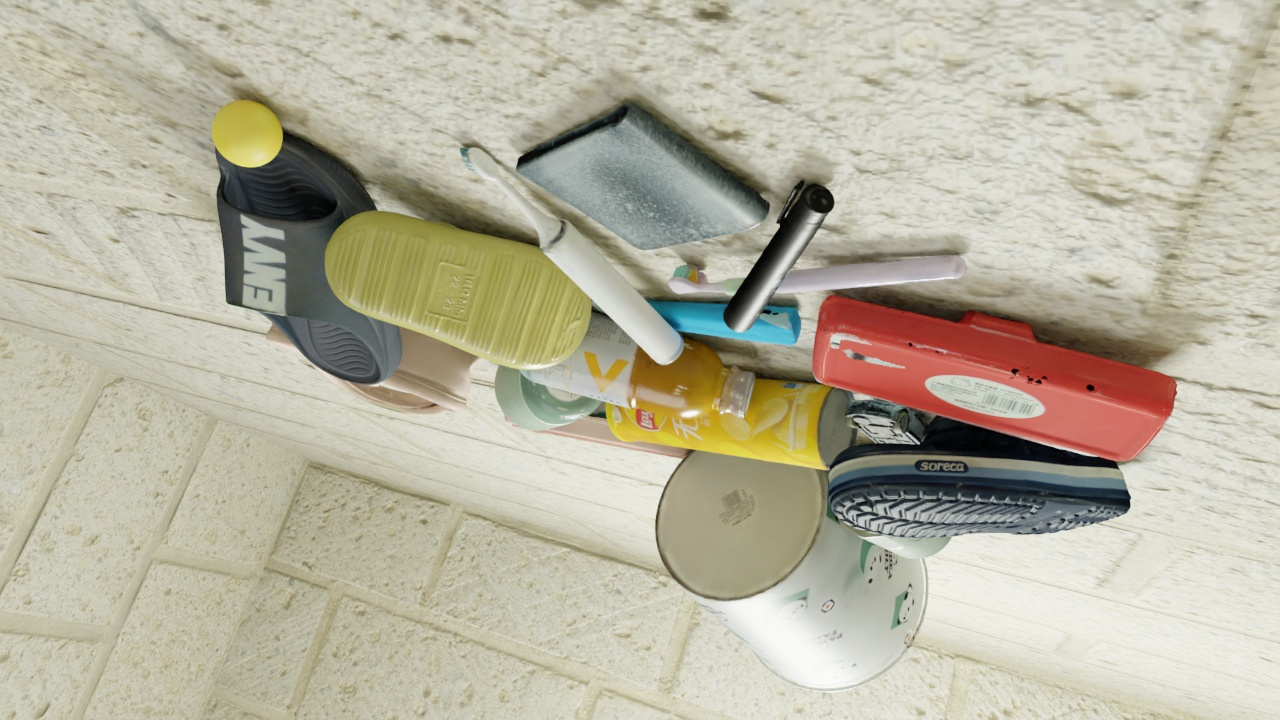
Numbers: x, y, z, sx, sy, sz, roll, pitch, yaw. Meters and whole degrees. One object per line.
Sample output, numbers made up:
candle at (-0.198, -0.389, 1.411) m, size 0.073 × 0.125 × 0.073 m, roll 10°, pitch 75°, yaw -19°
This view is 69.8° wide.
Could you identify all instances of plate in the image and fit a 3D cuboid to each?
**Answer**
plate at (-0.042, 0.079, 1.007) m, size 0.229 × 0.028 × 0.229 m, roll 11°, pitch 174°, yaw 1°

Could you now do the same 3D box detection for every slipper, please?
slipper at (-0.245, -0.051, 0.681) m, size 0.111 × 0.083 × 0.269 m, roll 12°, pitch 143°, yaw 8°
slipper at (-0.127, -0.060, 0.659) m, size 0.190 × 0.092 × 0.081 m, roll 16°, pitch -156°, yaw -23°
slipper at (0.253, 0.076, 0.668) m, size 0.252 × 0.095 × 0.105 m, roll 7°, pitch 151°, yaw -24°

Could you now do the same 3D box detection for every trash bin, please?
trash bin at (0.155, 0.204, 0.969) m, size 0.230 × 0.229 × 0.252 m, roll 5°, pitch 154°, yaw 38°

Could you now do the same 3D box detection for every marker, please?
marker at (0.072, -0.053, 0.506) m, size 0.022 × 0.020 × 0.132 m, roll 36°, pitch 153°, yaw 5°

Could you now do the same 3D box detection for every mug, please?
mug at (-0.089, 0.007, 0.833) m, size 0.112 × 0.082 × 0.106 m, roll 53°, pitch 157°, yaw -7°
mug at (0.254, 0.132, 0.845) m, size 0.124 × 0.083 × 0.103 m, roll -14°, pitch 153°, yaw 36°

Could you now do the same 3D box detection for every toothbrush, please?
toothbrush at (-0.039, -0.064, 0.599) m, size 0.026 × 0.026 × 0.221 m, roll 14°, pitch 158°, yaw 45°
toothbrush at (0.096, -0.050, 0.535) m, size 0.190 × 0.021 × 0.029 m, roll 1°, pitch -165°, yaw 41°

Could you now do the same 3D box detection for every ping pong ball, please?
ping pong ball at (-0.241, -0.139, 0.564) m, size 0.040 × 0.040 × 0.040 m, roll 17°, pitch 164°, yaw 5°

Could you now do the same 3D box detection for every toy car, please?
toy car at (0.203, 0.052, 0.731) m, size 0.049 × 0.031 × 0.105 m, roll 3°, pitch 159°, yaw 41°

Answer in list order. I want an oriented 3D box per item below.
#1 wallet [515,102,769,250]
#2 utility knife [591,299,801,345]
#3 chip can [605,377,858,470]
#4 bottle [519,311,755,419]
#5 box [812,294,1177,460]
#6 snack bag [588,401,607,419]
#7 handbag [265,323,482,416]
wallet at (-0.003, -0.095, 0.498) m, size 0.097 × 0.019 × 0.121 m, roll 30°, pitch 162°, yaw -30°
utility knife at (0.032, -0.032, 0.664) m, size 0.192 × 0.018 × 0.034 m, roll 8°, pitch 155°, yaw 39°
chip can at (0.073, 0.046, 0.783) m, size 0.214 × 0.072 × 0.072 m, roll 4°, pitch 159°, yaw 37°
bottle at (-0.004, 0.004, 0.731) m, size 0.189 × 0.068 × 0.068 m, roll 15°, pitch 164°, yaw 11°
box at (0.209, 0.018, 0.582) m, size 0.201 × 0.060 × 0.161 m, roll 15°, pitch 167°, yaw 15°
snack bag at (-0.032, 0.050, 0.987) m, size 0.105 × 0.026 × 0.045 m, roll 5°, pitch 161°, yaw 39°
handbag at (-0.261, 0.002, 0.925) m, size 0.193 × 0.093 × 0.235 m, roll 22°, pitch 158°, yaw -8°
